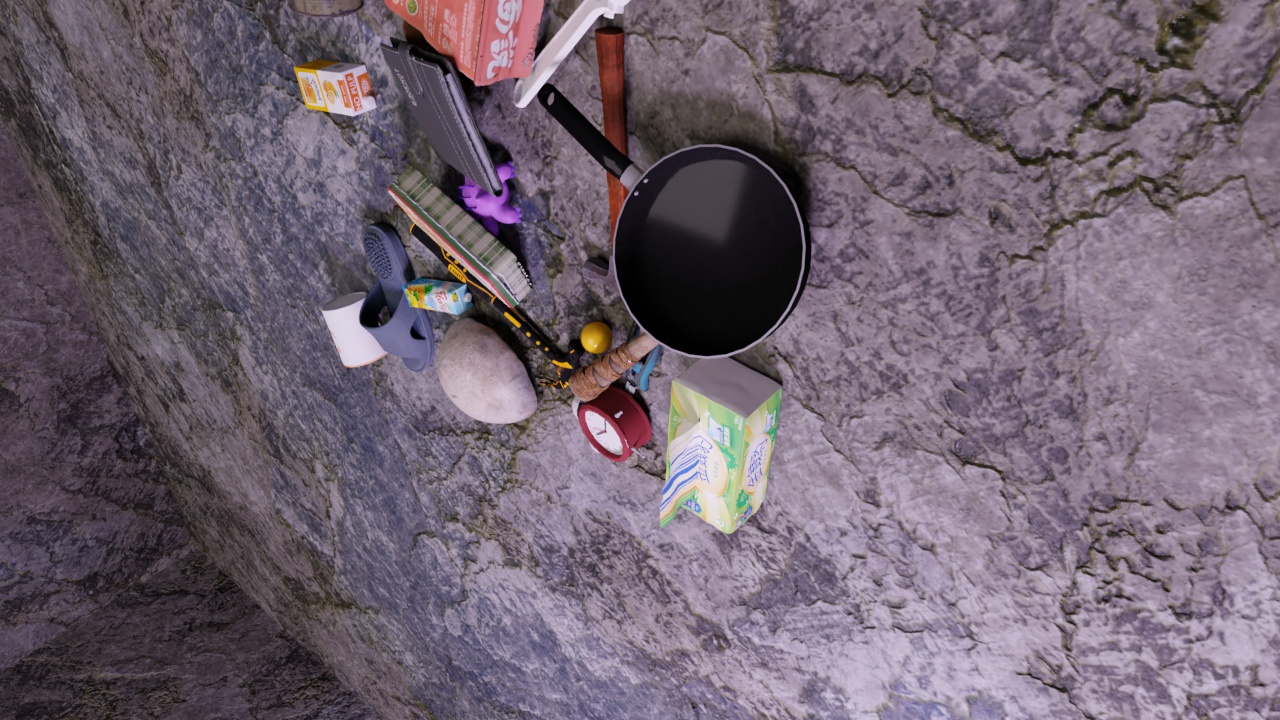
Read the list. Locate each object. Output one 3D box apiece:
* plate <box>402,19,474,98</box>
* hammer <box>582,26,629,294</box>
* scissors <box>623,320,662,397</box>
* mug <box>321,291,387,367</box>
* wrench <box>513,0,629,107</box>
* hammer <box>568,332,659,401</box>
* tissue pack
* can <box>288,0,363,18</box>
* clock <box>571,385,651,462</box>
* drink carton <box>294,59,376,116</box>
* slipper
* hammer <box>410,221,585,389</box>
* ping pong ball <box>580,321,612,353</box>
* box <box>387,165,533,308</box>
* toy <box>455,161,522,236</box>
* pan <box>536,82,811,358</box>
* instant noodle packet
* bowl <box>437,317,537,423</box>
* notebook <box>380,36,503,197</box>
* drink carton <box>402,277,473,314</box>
[{"bbox_3d":[-0.227,-0.373,1.077,0.131,0.025,0.131,27,135,30],"label":"plate"},{"bbox_3d":[-0.024,-0.205,0.993,0.111,0.028,0.301,25,134,33],"label":"hammer"},{"bbox_3d":[-0.001,0.008,1.139,0.144,0.019,0.126,-6,114,51],"label":"scissors"},{"bbox_3d":[-0.478,-0.053,1.545,0.082,0.082,0.105,8,123,43],"label":"mug"},{"bbox_3d":[-0.072,-0.332,0.934,0.274,0.018,0.066,-26,63,56],"label":"wrench"},{"bbox_3d":[0.010,-0.022,1.060,0.121,0.048,0.320,52,137,-3],"label":"hammer"},{"bbox_3d":[0.072,0.111,1.040,0.120,0.141,0.198,23,133,34],"label":"tissue pack"},{"bbox_3d":[-0.388,-0.472,1.118,0.090,0.089,0.075,32,138,26],"label":"can"},{"bbox_3d":[-0.041,0.084,1.208,0.138,0.048,0.096,2,124,52],"label":"clock"},{"bbox_3d":[-0.419,-0.377,1.265,0.123,0.040,0.059,19,131,37],"label":"drink carton"},{"bbox_3d":[-0.395,-0.083,1.435,0.101,0.082,0.264,18,130,34],"label":"slipper"},{"bbox_3d":[-0.203,-0.084,1.272,0.320,0.036,0.124,44,143,10],"label":"hammer"},{"bbox_3d":[-0.055,-0.029,1.149,0.040,0.040,0.040,27,135,30],"label":"ping pong ball"},{"bbox_3d":[-0.233,-0.158,1.194,0.205,0.050,0.118,42,171,14],"label":"box"},{"bbox_3d":[-0.196,-0.207,1.147,0.088,0.055,0.106,16,118,54],"label":"toy"},{"bbox_3d":[0.020,-0.158,0.917,0.355,0.044,0.205,48,116,17],"label":"pan"},{"bbox_3d":[-0.206,-0.414,0.968,0.221,0.083,0.165,37,132,25],"label":"instant noodle packet"},{"bbox_3d":[-0.239,0.031,1.342,0.178,0.081,0.179,31,145,25],"label":"bowl"},{"bbox_3d":[-0.235,-0.291,1.074,0.209,0.029,0.169,35,154,50],"label":"notebook"},{"bbox_3d":[-0.300,-0.095,1.358,0.129,0.038,0.044,11,125,42],"label":"drink carton"}]
